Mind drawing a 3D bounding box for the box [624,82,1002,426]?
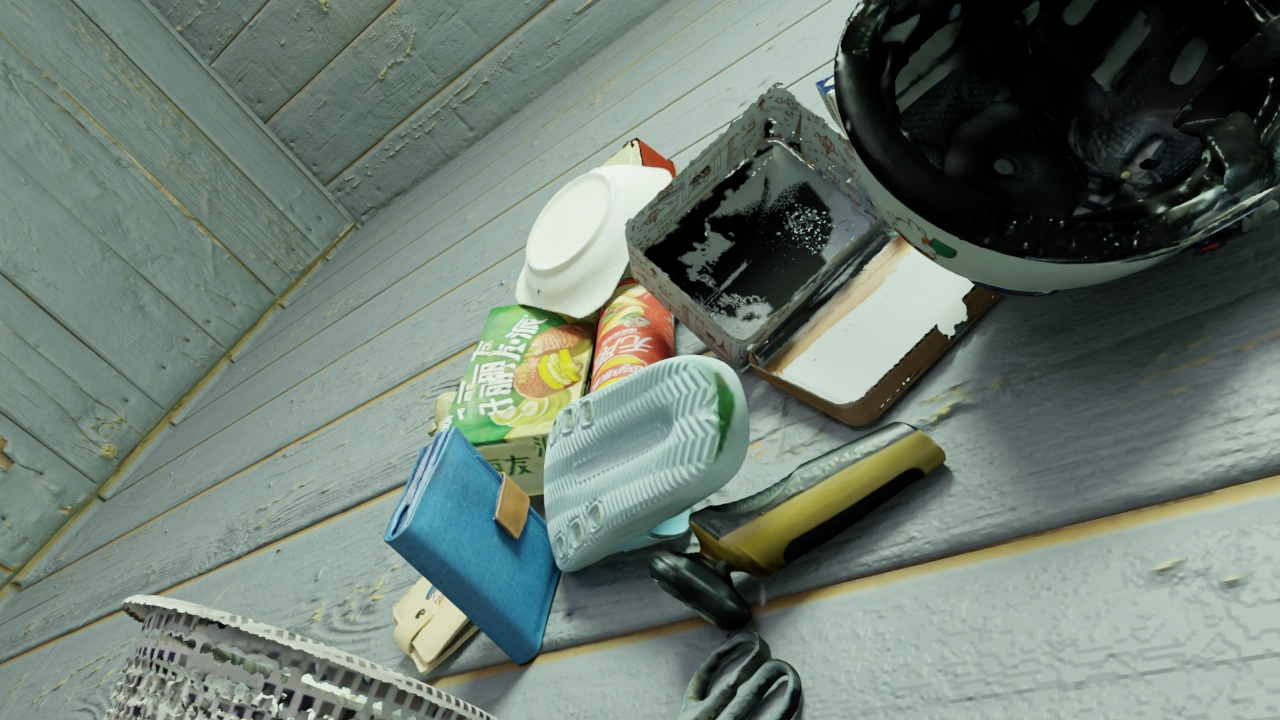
[{"bbox_3d":[0.125,-0.070,0.657,0.178,0.126,0.273,-44,50,-8],"label":"box"}]

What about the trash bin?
[{"bbox_3d":[-0.191,0.247,0.449,0.228,0.227,0.191,-16,46,46],"label":"trash bin"}]

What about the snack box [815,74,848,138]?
[{"bbox_3d":[0.247,-0.258,0.792,0.178,0.046,0.182,-23,15,15],"label":"snack box"}]

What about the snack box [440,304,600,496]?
[{"bbox_3d":[-0.093,0.025,0.813,0.114,0.063,0.239,-8,30,9],"label":"snack box"}]

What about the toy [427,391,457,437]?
[{"bbox_3d":[-0.153,0.054,0.916,0.158,0.066,0.104,-1,43,47],"label":"toy"}]

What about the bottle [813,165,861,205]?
[{"bbox_3d":[0.219,-0.153,0.700,0.059,0.060,0.206,-50,24,-21],"label":"bottle"}]

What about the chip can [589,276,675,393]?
[{"bbox_3d":[-0.004,0.004,0.749,0.073,0.073,0.216,-33,24,19],"label":"chip can"}]

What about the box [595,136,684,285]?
[{"bbox_3d":[-0.008,-0.131,0.897,0.092,0.079,0.168,-33,49,32],"label":"box"}]

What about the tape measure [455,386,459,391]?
[{"bbox_3d":[-0.188,0.036,1.042,0.058,0.025,0.055,-53,27,-17],"label":"tape measure"}]

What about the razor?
[{"bbox_3d":[0.086,0.087,0.494,0.167,0.062,0.067,-32,54,7],"label":"razor"}]

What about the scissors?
[{"bbox_3d":[0.011,0.205,0.433,0.136,0.014,0.174,-19,31,44],"label":"scissors"}]

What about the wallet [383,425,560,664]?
[{"bbox_3d":[-0.104,0.121,0.612,0.040,0.133,0.106,-26,27,24],"label":"wallet"}]

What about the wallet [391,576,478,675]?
[{"bbox_3d":[-0.155,0.191,0.709,0.087,0.024,0.115,-48,25,-14],"label":"wallet"}]

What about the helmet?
[{"bbox_3d":[0.231,-0.140,0.504,0.274,0.230,0.157,-45,-19,-8],"label":"helmet"}]

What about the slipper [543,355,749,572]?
[{"bbox_3d":[0.002,0.064,0.576,0.246,0.074,0.104,-39,56,55],"label":"slipper"}]

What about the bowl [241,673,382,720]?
[{"bbox_3d":[-0.250,0.269,0.667,0.114,0.062,0.113,-33,23,16],"label":"bowl"}]

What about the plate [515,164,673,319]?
[{"bbox_3d":[-0.057,-0.122,0.857,0.164,0.034,0.163,15,73,52],"label":"plate"}]

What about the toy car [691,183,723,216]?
[{"bbox_3d":[0.073,-0.156,0.900,0.042,0.090,0.035,-4,69,52],"label":"toy car"}]
